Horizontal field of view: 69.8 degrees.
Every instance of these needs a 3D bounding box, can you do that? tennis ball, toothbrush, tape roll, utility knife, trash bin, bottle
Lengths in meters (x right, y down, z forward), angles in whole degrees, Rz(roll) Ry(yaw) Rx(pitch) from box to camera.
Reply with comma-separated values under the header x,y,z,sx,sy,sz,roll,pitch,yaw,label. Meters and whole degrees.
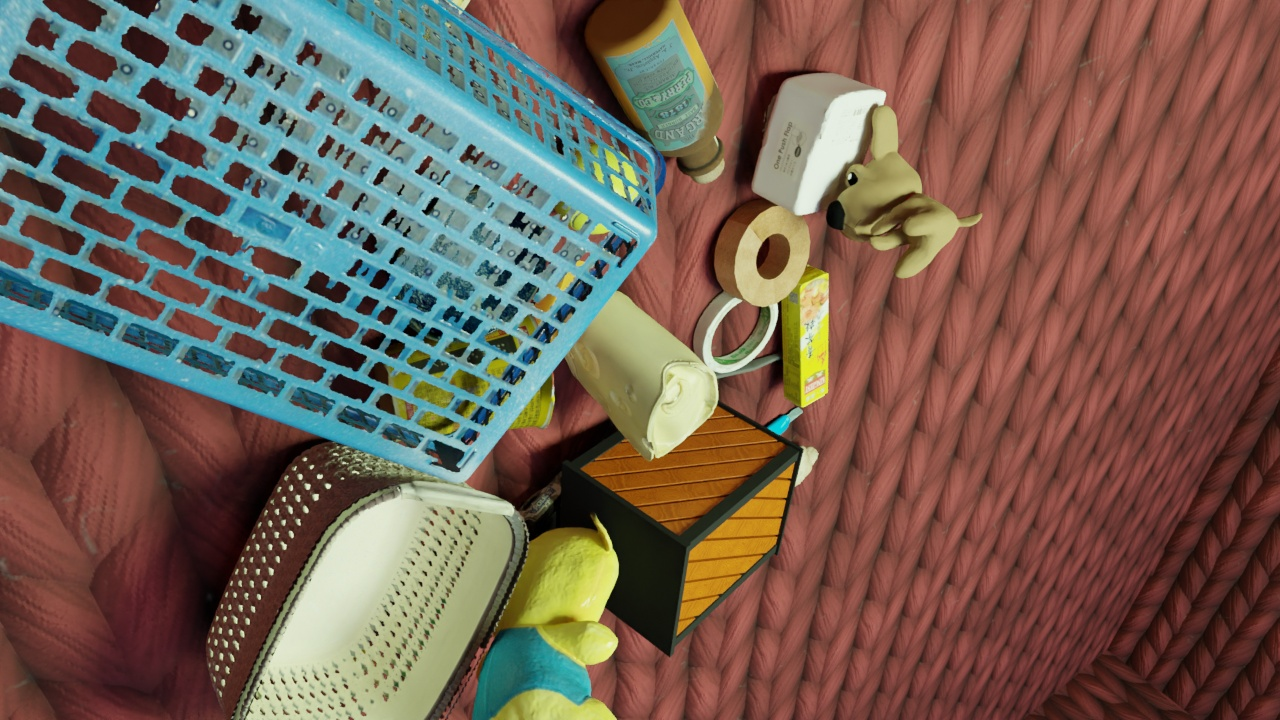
x,y,z,sx,sy,sz,roll,pitch,yaw,label
-0.034,-0.125,0.668,0.065,0.065,0.065,-24,134,-27,tennis ball
0.105,0.007,0.941,0.167,0.013,0.013,-11,136,-36,toothbrush
0.112,-0.098,0.836,0.093,0.027,0.094,-16,119,-33,tape roll
0.121,0.101,1.030,0.174,0.015,0.031,-33,141,-20,utility knife
0.093,-0.032,0.895,0.093,0.018,0.094,-23,134,-27,tape roll
0.035,0.141,0.857,0.171,0.140,0.140,-31,139,-40,trash bin
0.022,-0.190,0.665,0.068,0.068,0.157,-44,140,-5,bottle

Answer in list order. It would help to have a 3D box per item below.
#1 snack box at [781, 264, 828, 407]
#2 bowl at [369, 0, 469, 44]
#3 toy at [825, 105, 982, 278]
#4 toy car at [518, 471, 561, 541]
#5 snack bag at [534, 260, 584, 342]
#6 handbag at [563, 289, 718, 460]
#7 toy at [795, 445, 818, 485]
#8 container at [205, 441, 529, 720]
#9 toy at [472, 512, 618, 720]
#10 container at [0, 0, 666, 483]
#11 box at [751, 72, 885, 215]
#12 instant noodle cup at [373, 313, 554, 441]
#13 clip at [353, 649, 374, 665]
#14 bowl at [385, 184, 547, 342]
x,y,z,sx,sy,sz,roll,pitch,yaw,label
0.170,-0.024,0.946,0.040,0.029,0.148,-26,127,-26,snack box
-0.137,-0.227,0.494,0.145,0.063,0.145,-22,133,-25,bowl
0.216,-0.129,0.780,0.105,0.108,0.134,-26,143,-16,toy
-0.088,0.139,0.856,0.112,0.040,0.048,-48,151,-28,toy car
-0.074,-0.038,0.737,0.026,0.020,0.099,7,116,-50,snack bag
-0.004,0.004,0.750,0.081,0.119,0.111,-39,154,-11,handbag
0.160,0.131,1.066,0.117,0.043,0.092,-20,141,-33,toy
-0.207,0.180,0.680,0.184,0.143,0.252,21,98,-47,container
-0.077,0.219,0.742,0.149,0.213,0.084,-33,121,32,toy
-0.172,-0.076,0.478,0.362,0.089,0.257,27,110,-35,container
0.139,-0.196,0.792,0.102,0.095,0.107,-24,140,-45,box
-0.134,0.014,0.678,0.112,0.100,0.100,-13,129,-23,instant noodle cup
-0.259,0.249,0.802,0.054,0.046,0.047,84,24,-43,clip
-0.127,-0.075,0.629,0.114,0.061,0.114,-24,134,-28,bowl
